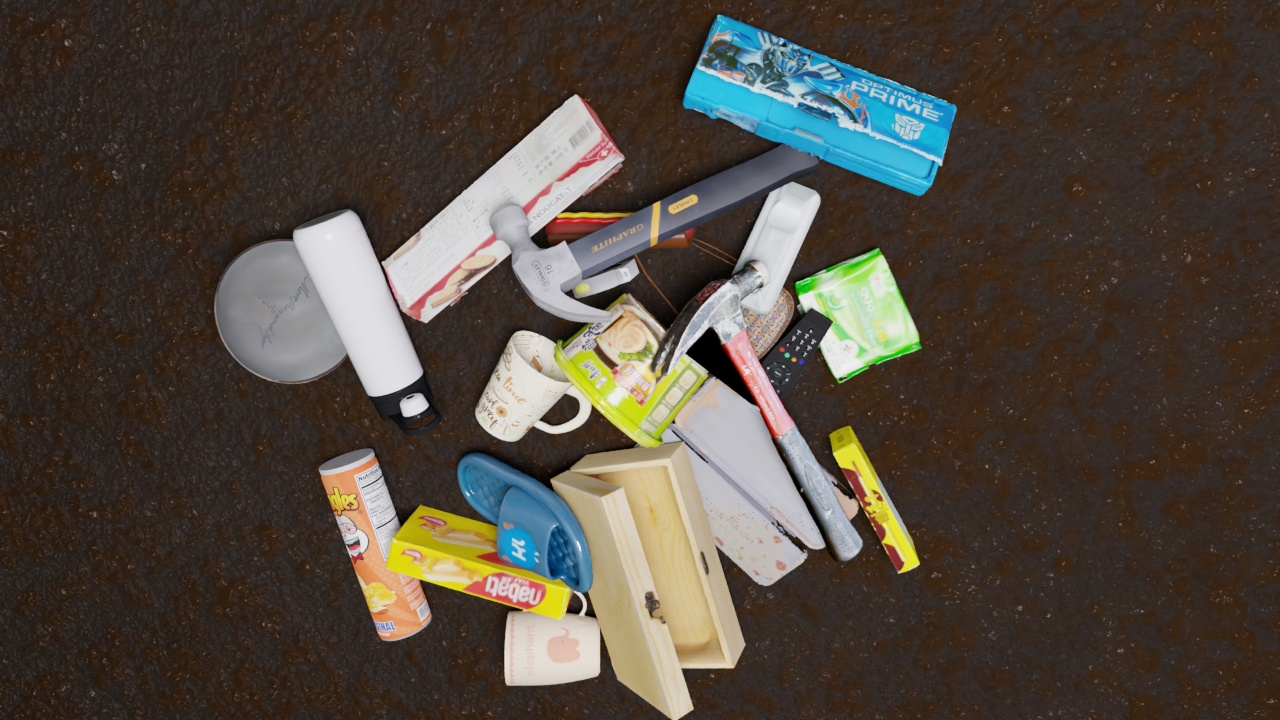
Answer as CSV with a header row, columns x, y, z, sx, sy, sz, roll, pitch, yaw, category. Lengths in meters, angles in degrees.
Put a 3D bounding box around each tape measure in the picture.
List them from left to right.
x,y,z,sx,sy,sz,roll,pitch,yaw,category
-0.035,-0.083,0.931,0.065,0.064,0.017,-17,101,16,tape measure

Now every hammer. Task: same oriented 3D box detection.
x,y,z,sx,sy,sz,roll,pitch,yaw,category
0.026,-0.142,0.873,0.312,0.035,0.139,-27,78,-7,hammer
0.131,0.073,0.891,0.140,0.036,0.326,-37,111,-15,hammer

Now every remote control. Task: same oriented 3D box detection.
x,y,z,sx,sy,sz,roll,pitch,yaw,category
0.130,-0.113,0.898,0.050,0.022,0.133,24,84,11,remote control
0.152,-0.003,0.933,0.039,0.010,0.125,32,127,0,remote control

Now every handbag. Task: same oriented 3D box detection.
x,y,z,sx,sy,sz,roll,pitch,yaw,category
0.061,-0.079,0.942,0.196,0.043,0.094,37,109,6,handbag

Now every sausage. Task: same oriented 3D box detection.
x,y,z,sx,sy,sz,roll,pitch,yaw,category
-0.021,-0.132,0.920,0.156,0.040,0.040,1,104,15,sausage

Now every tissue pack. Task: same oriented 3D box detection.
x,y,z,sx,sy,sz,roll,pitch,yaw,category
0.217,-0.046,0.925,0.100,0.034,0.114,-25,102,11,tissue pack

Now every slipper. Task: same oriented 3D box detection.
x,y,z,sx,sy,sz,roll,pitch,yaw,category
-0.128,0.167,0.964,0.214,0.059,0.104,32,131,32,slipper

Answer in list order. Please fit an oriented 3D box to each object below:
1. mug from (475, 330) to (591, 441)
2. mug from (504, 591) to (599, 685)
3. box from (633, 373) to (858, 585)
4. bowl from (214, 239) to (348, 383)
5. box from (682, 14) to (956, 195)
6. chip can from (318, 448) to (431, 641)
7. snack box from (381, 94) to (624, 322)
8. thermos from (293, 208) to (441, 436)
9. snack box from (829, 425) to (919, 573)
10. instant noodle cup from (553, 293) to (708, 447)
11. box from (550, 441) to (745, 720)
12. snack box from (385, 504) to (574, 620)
x,y,z,sx,sy,sz,roll,pitch,yaw,category
-0.109,0.039,0.978,0.122,0.081,0.097,25,116,-27,mug
-0.097,0.309,1.038,0.104,0.085,0.111,1,75,-3,mug
0.108,0.130,0.982,0.216,0.063,0.157,43,116,-5,box
-0.376,-0.053,0.972,0.150,0.057,0.151,-6,100,-34,bowl
0.169,-0.243,0.850,0.243,0.066,0.090,21,78,1,box
-0.299,0.209,1.040,0.062,0.062,0.210,-13,102,10,chip can
-0.142,-0.148,0.926,0.273,0.044,0.076,-37,59,14,snack box
-0.276,-0.037,0.945,0.068,0.101,0.230,-28,113,-23,thermos
0.243,0.143,0.955,0.026,0.061,0.149,-28,99,14,snack box
-0.005,0.005,0.914,0.146,0.146,0.098,44,95,-5,instant noodle cup
0.000,0.225,0.966,0.141,0.148,0.249,-8,105,38,box
-0.168,0.220,1.011,0.201,0.092,0.042,15,105,3,snack box
